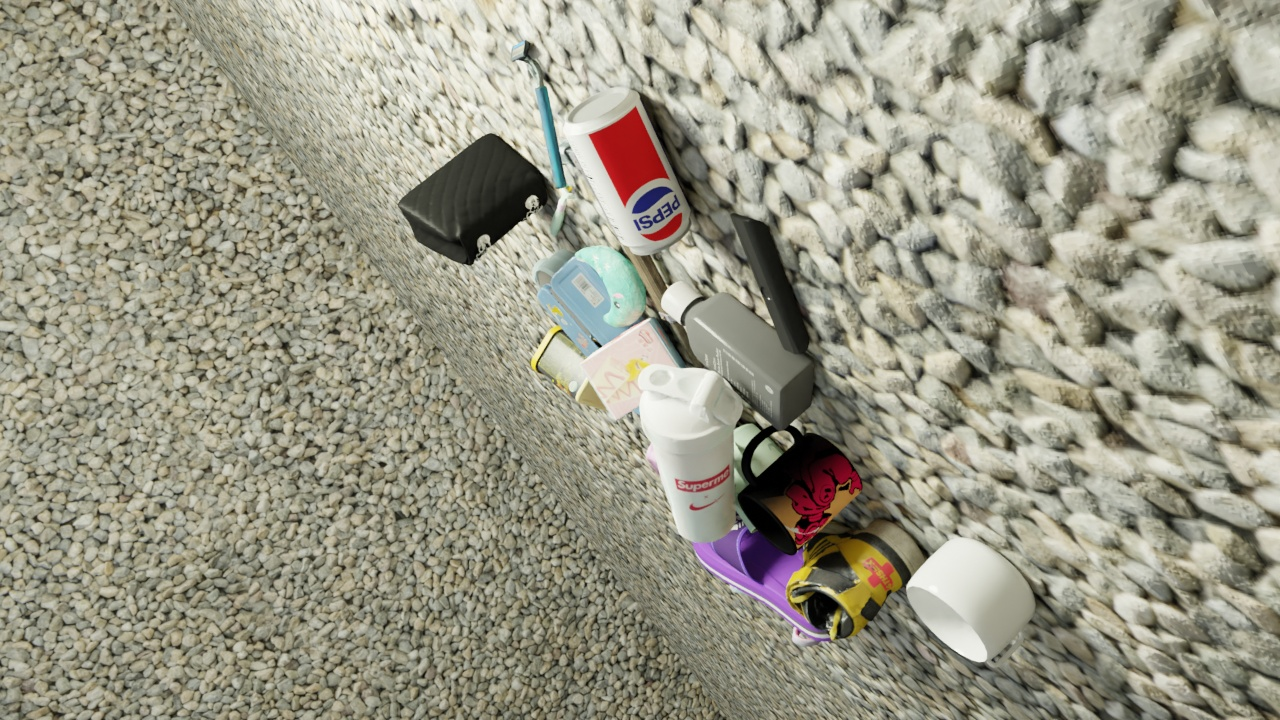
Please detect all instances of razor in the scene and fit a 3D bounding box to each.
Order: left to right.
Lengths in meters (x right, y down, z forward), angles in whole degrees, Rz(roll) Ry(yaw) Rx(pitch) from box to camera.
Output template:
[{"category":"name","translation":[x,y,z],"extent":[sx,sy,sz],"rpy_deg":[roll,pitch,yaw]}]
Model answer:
[{"category":"razor","translation":[-0.095,-0.241,0.905],"extent":[0.042,0.022,0.144],"rpy_deg":[21,130,63]}]

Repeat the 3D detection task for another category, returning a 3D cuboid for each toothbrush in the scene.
[{"category":"toothbrush","translation":[-0.096,-0.177,1.098],"extent":[0.022,0.015,0.155],"rpy_deg":[52,165,1]}]

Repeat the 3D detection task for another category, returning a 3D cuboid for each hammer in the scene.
[{"category":"hammer","translation":[0.011,-0.092,0.974],"extent":[0.147,0.028,0.317],"rpy_deg":[26,151,57]}]

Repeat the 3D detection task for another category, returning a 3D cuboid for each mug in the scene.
[{"category":"mug","translation":[0.127,0.127,1.028],"extent":[0.104,0.084,0.111],"rpy_deg":[56,-172,17]},{"category":"mug","translation":[0.152,0.122,0.936],"extent":[0.118,0.098,0.082],"rpy_deg":[54,164,-11]},{"category":"mug","translation":[0.297,0.217,0.809],"extent":[0.115,0.068,0.094],"rpy_deg":[54,164,-10]}]

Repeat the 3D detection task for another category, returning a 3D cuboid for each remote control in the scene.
[{"category":"remote control","translation":[0.111,-0.065,0.783],"extent":[0.033,0.015,0.147],"rpy_deg":[30,154,51]}]

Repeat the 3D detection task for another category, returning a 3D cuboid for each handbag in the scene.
[{"category":"handbag","translation":[-0.192,-0.177,1.114],"extent":[0.125,0.153,0.115],"rpy_deg":[36,155,31]}]

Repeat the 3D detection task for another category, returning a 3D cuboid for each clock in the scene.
[{"category":"clock","translation":[-0.094,-0.089,1.234],"extent":[0.159,0.045,0.122],"rpy_deg":[23,148,56]}]

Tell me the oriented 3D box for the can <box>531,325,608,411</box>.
[{"category":"can","translation":[-0.070,0.017,1.282],"extent":[0.101,0.072,0.130],"rpy_deg":[36,-172,35]}]

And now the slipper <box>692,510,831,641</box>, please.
[{"category":"slipper","translation":[0.166,0.247,1.175],"extent":[0.267,0.107,0.084],"rpy_deg":[29,144,51]}]

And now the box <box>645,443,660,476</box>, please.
[{"category":"box","translation":[0.081,0.136,1.132],"extent":[0.071,0.084,0.230],"rpy_deg":[24,163,28]}]

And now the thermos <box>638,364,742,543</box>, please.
[{"category":"thermos","translation":[0.059,0.096,0.941],"extent":[0.099,0.099,0.221],"rpy_deg":[38,153,37]}]

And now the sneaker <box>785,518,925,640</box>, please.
[{"category":"sneaker","translation":[0.209,0.240,1.005],"extent":[0.086,0.122,0.239],"rpy_deg":[51,163,5]}]

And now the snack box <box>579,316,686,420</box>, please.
[{"category":"snack box","translation":[-0.006,0.006,1.060],"extent":[0.079,0.095,0.093],"rpy_deg":[58,-172,-3]}]

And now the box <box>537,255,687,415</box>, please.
[{"category":"box","translation":[-0.042,-0.025,1.139],"extent":[0.209,0.043,0.125],"rpy_deg":[49,134,-3]}]

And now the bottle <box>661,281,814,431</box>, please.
[{"category":"bottle","translation":[0.090,-0.016,0.894],"extent":[0.174,0.046,0.084],"rpy_deg":[42,162,28]}]

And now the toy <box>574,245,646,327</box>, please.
[{"category":"toy","translation":[-0.030,-0.084,1.061],"extent":[0.085,0.033,0.105],"rpy_deg":[3,122,45]}]

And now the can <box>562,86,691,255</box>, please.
[{"category":"can","translation":[-0.009,-0.162,0.794],"extent":[0.070,0.070,0.132],"rpy_deg":[29,153,53]}]

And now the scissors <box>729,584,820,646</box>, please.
[{"category":"scissors","translation":[0.196,0.313,1.189],"extent":[0.177,0.170,0.013],"rpy_deg":[11,109,17]}]
